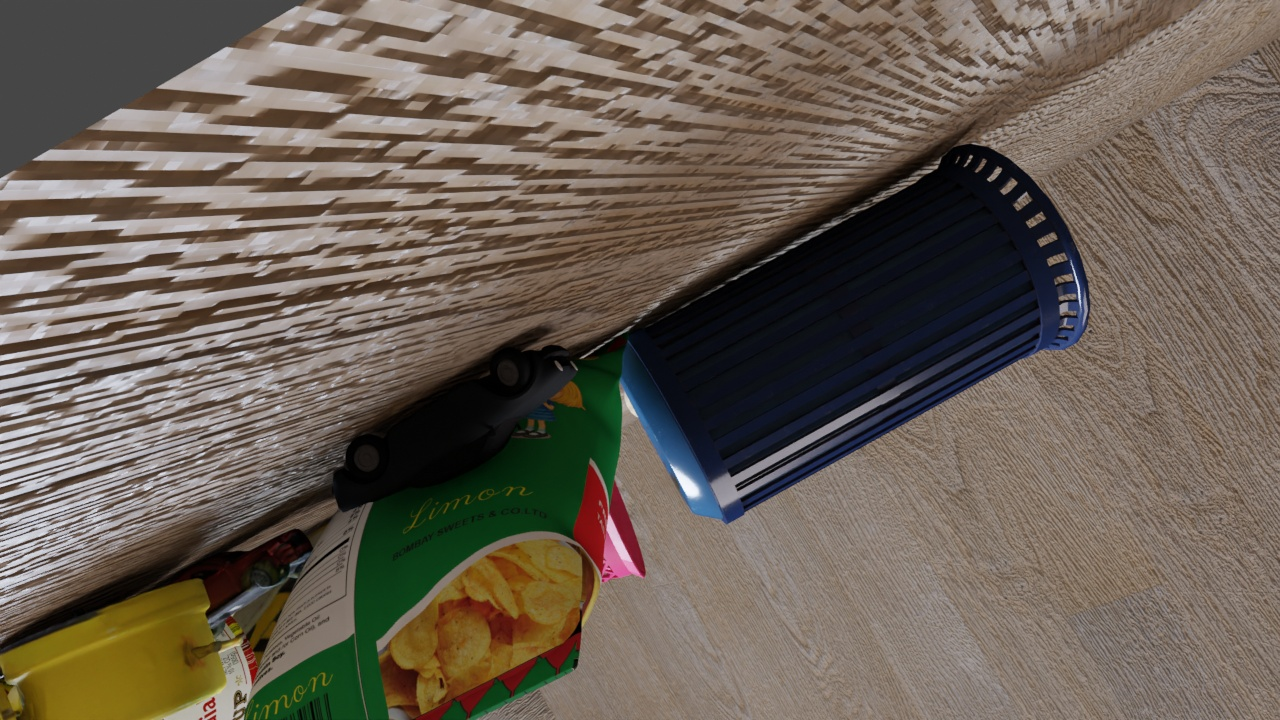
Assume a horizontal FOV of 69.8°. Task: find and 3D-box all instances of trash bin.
[{"bbox_3d":[0.117,-0.011,0.556,0.249,0.139,0.139,-28,176,-3],"label":"trash bin"}]

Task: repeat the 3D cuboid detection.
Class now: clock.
[{"bbox_3d":[-0.241,0.139,0.402,0.118,0.057,0.083,-20,173,-17],"label":"clock"}]

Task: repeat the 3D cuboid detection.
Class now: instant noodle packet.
[{"bbox_3d":[-0.092,0.091,0.448,0.196,0.090,0.252,-32,-158,19],"label":"instant noodle packet"}]

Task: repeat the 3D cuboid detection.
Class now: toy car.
[{"bbox_3d":[-0.211,0.117,0.471,0.091,0.036,0.042,-29,175,-1],"label":"toy car"},{"bbox_3d":[-0.076,0.029,0.383,0.112,0.034,0.046,-31,176,7],"label":"toy car"}]

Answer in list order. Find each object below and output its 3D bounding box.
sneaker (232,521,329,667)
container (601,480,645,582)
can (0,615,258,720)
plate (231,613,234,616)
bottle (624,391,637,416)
[{"bbox_3d":[-0.199,0.199,0.596,0.238,0.122,0.086,-47,147,-13],"label":"sneaker"},{"bbox_3d":[-0.133,0.183,0.961,0.226,0.183,0.183,-23,176,1],"label":"container"},{"bbox_3d":[-0.280,0.188,0.491,0.087,0.086,0.116,-33,175,29],"label":"can"},{"bbox_3d":[-0.287,0.211,0.639,0.183,0.036,0.185,-29,135,-34],"label":"plate"},{"bbox_3d":[0.056,0.006,0.820,0.165,0.059,0.060,-27,175,-35],"label":"bottle"}]
